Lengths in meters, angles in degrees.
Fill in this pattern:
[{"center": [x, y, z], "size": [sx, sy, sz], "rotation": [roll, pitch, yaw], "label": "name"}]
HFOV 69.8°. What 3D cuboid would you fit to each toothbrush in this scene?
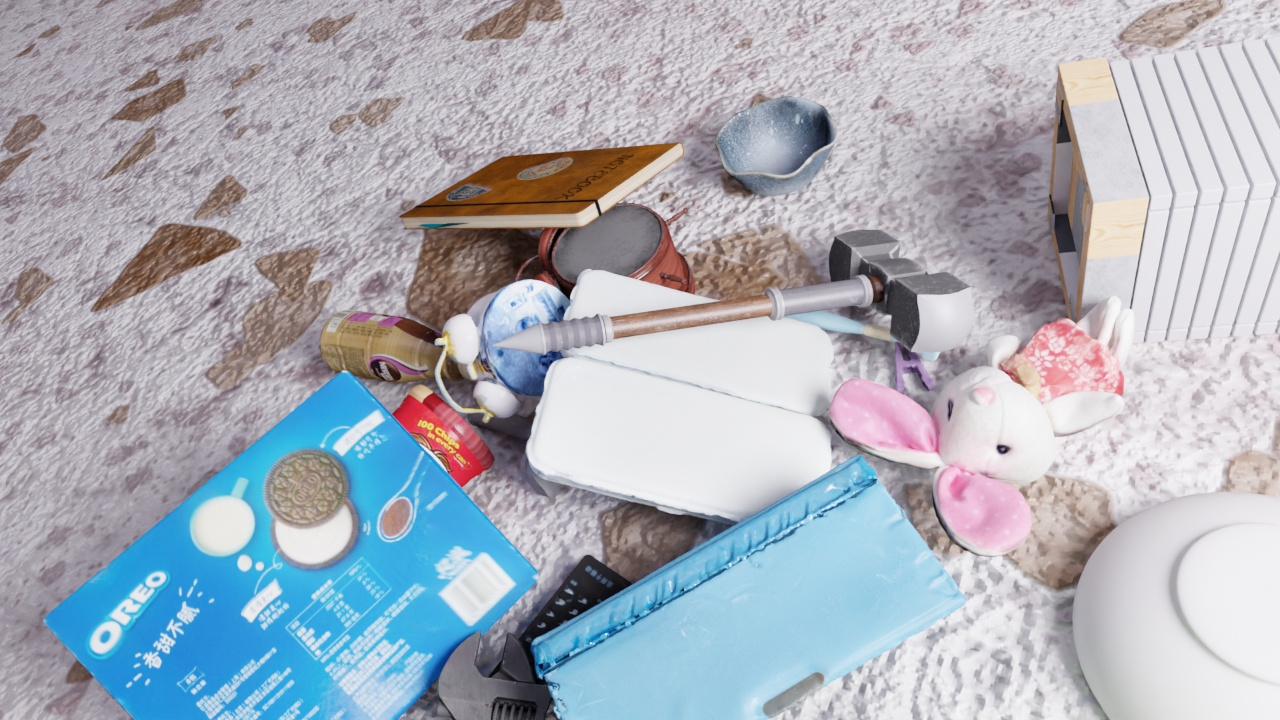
[{"center": [0.159, -0.026, 0.705], "size": [0.155, 0.016, 0.022], "rotation": [18, 78, 41], "label": "toothbrush"}]

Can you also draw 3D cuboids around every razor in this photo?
[{"center": [-0.094, 0.054, 0.732], "size": [0.116, 0.047, 0.088], "rotation": [12, 56, 38], "label": "razor"}]

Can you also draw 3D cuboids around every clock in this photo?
[{"center": [-0.103, -0.008, 0.703], "size": [0.125, 0.089, 0.052], "rotation": [-38, 20, -35], "label": "clock"}, {"center": [-0.033, -0.074, 0.791], "size": [0.158, 0.072, 0.120], "rotation": [-8, 49, 14], "label": "clock"}]

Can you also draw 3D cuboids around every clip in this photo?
[{"center": [0.203, 0.005, 0.676], "size": [0.043, 0.014, 0.051], "rotation": [9, 57, 27], "label": "clip"}]

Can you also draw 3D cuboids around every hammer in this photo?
[{"center": [0.059, -0.035, 0.651], "size": [0.322, 0.043, 0.156], "rotation": [-9, 28, -12], "label": "hammer"}]

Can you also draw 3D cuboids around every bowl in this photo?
[{"center": [0.325, 0.138, 0.480], "size": [0.177, 0.066, 0.176], "rotation": [-11, 49, 12], "label": "bowl"}, {"center": [0.125, -0.187, 0.838], "size": [0.110, 0.055, 0.110], "rotation": [-10, 49, 12], "label": "bowl"}]

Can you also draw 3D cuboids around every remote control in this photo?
[{"center": [-0.064, 0.200, 0.608], "size": [0.047, 0.022, 0.150], "rotation": [27, 67, 35], "label": "remote control"}]

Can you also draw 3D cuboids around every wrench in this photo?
[{"center": [-0.065, 0.282, 0.517], "size": [0.073, 0.018, 0.272], "rotation": [-8, 54, -15], "label": "wrench"}]

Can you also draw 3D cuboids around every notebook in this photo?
[{"center": [-0.107, -0.162, 0.870], "size": [0.250, 0.014, 0.177], "rotation": [6, 35, 37], "label": "notebook"}]

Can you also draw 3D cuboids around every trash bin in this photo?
[{"center": [0.415, -0.114, 0.606], "size": [0.247, 0.142, 0.142], "rotation": [-4, 50, 17], "label": "trash bin"}]

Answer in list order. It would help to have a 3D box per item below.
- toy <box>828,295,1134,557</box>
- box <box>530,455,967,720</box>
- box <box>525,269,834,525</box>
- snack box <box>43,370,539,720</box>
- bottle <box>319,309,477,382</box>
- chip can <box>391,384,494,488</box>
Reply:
[{"center": [0.240, 0.031, 0.592], "size": [0.194, 0.084, 0.159], "rotation": [-32, 45, -5], "label": "toy"}, {"center": [0.065, 0.167, 0.539], "size": [0.231, 0.094, 0.111], "rotation": [-28, 50, -5], "label": "box"}, {"center": [0.037, 0.024, 0.654], "size": [0.209, 0.045, 0.190], "rotation": [16, 54, -1], "label": "box"}, {"center": [-0.218, 0.157, 0.605], "size": [0.238, 0.056, 0.195], "rotation": [-43, 90, -16], "label": "snack box"}, {"center": [-0.203, -0.008, 0.809], "size": [0.166, 0.060, 0.059], "rotation": [8, 55, 25], "label": "bottle"}, {"center": [-0.215, 0.121, 0.688], "size": [0.087, 0.087, 0.213], "rotation": [31, 68, 37], "label": "chip can"}]
